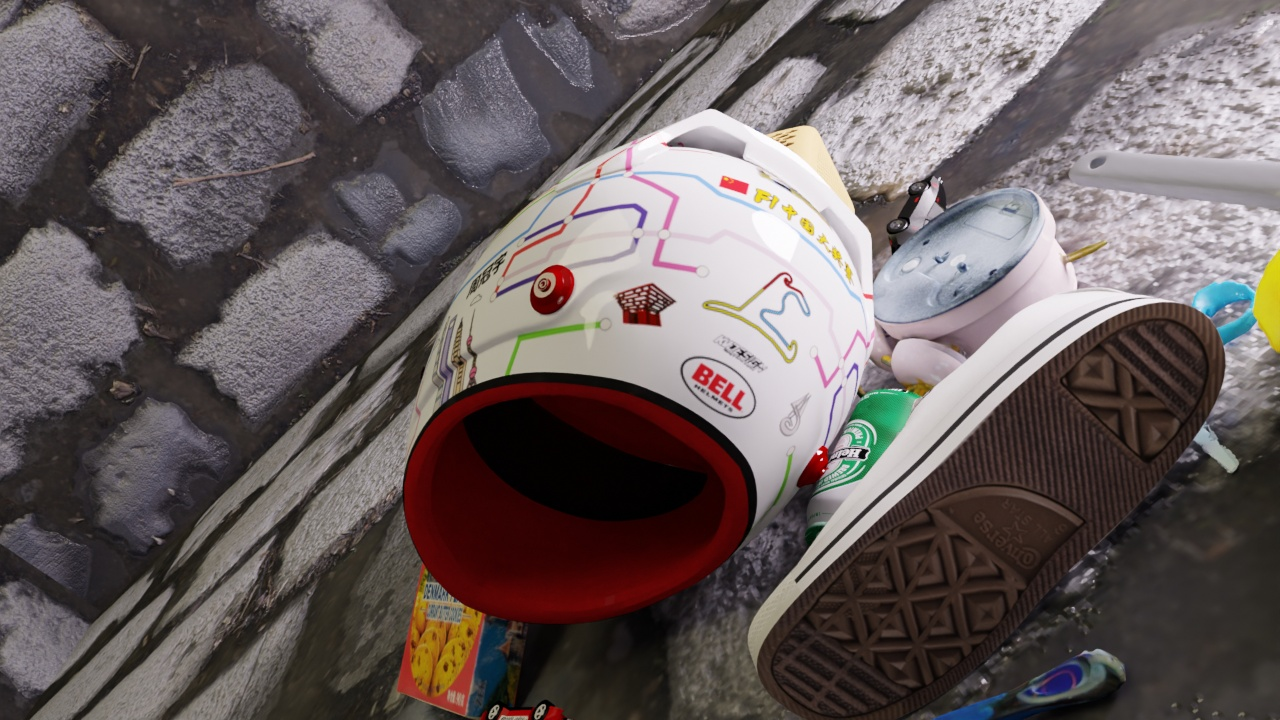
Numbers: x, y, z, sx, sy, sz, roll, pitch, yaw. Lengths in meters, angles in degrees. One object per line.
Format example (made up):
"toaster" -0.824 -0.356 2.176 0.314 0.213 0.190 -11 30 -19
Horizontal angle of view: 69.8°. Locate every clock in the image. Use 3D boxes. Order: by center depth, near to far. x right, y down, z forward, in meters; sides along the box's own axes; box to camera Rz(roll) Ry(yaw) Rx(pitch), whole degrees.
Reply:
"clock" 0.193 -0.033 0.566 0.158 0.059 0.116 -43 18 5

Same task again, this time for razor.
"razor" 0.131 0.153 0.378 0.141 0.018 0.043 -37 20 22

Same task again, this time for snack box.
"snack box" -0.135 0.195 0.716 0.143 0.040 0.144 -17 60 55

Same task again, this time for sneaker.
"sneaker" 0.142 0.059 0.432 0.245 0.091 0.097 -49 15 5

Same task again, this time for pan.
"pan" 0.297 -0.057 0.324 0.200 0.051 0.357 -48 34 -4

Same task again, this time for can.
"can" 0.130 0.064 0.506 0.053 0.053 0.100 -18 33 53

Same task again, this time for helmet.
"helmet" -0.003 0.003 0.570 0.316 0.231 0.235 -43 19 41

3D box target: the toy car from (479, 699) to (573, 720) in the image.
"toy car" -0.068 0.236 0.581 0.090 0.038 0.025 -24 31 46

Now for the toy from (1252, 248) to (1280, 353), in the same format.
"toy" 0.303 -0.034 0.374 0.094 0.041 0.095 -48 19 5

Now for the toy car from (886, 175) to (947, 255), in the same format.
"toy car" 0.214 -0.100 0.689 0.036 0.042 0.091 11 53 37

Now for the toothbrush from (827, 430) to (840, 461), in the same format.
"toothbrush" 0.130 0.016 0.655 0.019 0.018 0.187 -33 22 26

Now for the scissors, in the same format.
"scissors" 0.243 0.015 0.444 0.119 0.014 0.129 -4 49 58

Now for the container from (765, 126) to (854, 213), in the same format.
"container" 0.089 -0.105 0.786 0.167 0.129 0.183 -22 25 24
